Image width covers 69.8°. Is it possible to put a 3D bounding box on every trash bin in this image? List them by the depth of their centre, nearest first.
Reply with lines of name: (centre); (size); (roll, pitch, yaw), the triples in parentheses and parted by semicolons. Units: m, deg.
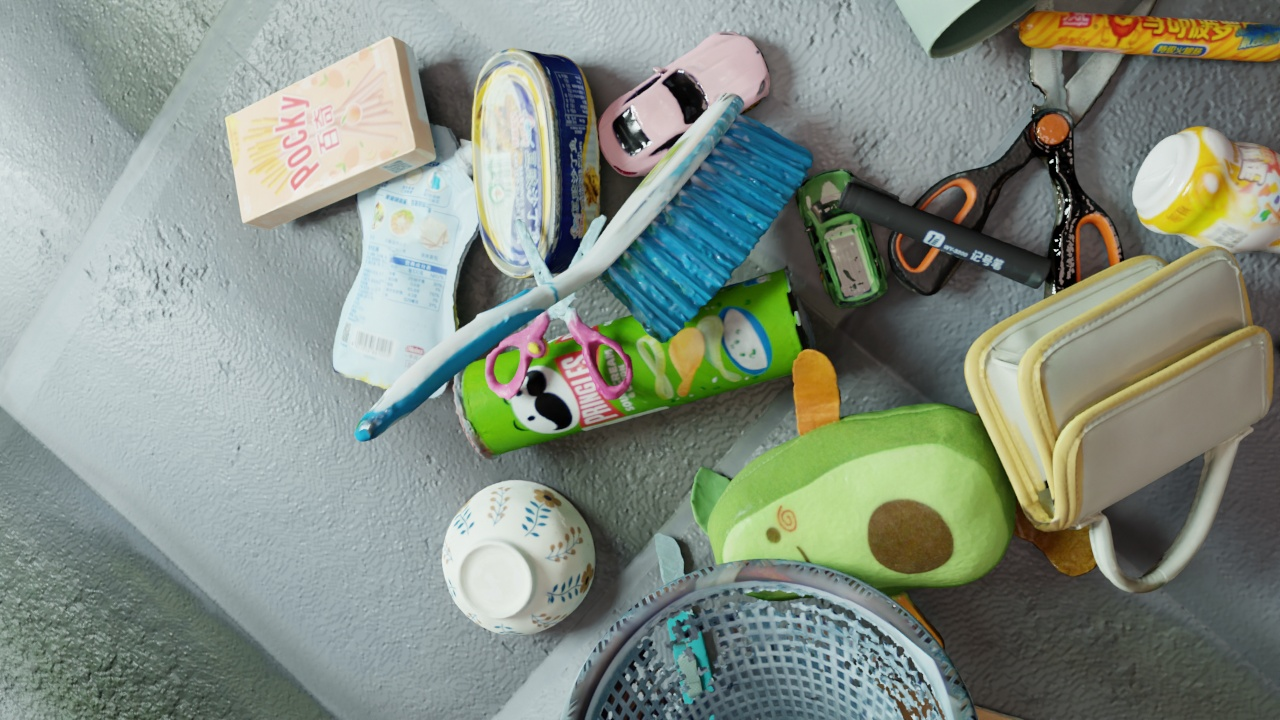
trash bin: (0.082, 0.265, 0.546); (0.227, 0.226, 0.195); (-5, 136, 13)

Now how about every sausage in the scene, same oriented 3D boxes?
sausage: (0.301, -0.190, 0.537); (0.165, 0.021, 0.021); (5, 98, 4)

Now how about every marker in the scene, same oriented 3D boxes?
marker: (0.185, -0.078, 0.562); (0.132, 0.020, 0.022); (23, 69, 5)

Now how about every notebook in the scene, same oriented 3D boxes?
notebook: (0.208, 0.335, 0.640); (0.148, 0.008, 0.208); (14, 100, 11)

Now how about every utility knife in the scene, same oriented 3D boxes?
utility knife: (0.037, 0.225, 0.662); (0.029, 0.013, 0.209); (-12, 94, 14)

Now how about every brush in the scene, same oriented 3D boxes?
brush: (-0.021, -0.045, 0.534); (0.109, 0.061, 0.313); (44, 71, -18)

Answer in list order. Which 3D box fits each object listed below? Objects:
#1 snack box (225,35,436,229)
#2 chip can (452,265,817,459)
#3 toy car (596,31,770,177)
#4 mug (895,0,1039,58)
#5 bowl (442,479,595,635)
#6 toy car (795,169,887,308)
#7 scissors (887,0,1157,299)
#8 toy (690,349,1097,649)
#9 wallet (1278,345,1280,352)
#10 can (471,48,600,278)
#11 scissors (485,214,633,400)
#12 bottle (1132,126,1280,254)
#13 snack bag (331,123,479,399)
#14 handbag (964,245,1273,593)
snack box: (-0.222, -0.157, 0.649); (0.157, 0.026, 0.084); (-17, 81, 21)
chip can: (-0.004, 0.004, 0.614); (0.236, 0.072, 0.072); (-16, 93, 13)
toy car: (0.027, -0.168, 0.604); (0.122, 0.037, 0.056); (-31, 91, 13)
mug: (0.191, -0.250, 0.533); (0.111, 0.082, 0.106); (-25, 81, -7)
bowl: (-0.093, 0.148, 0.658); (0.113, 0.062, 0.113); (1, 98, 11)
toy car: (0.131, -0.079, 0.593); (0.043, 0.036, 0.091); (-19, 89, 15)
scissors: (0.251, -0.118, 0.570); (0.221, 0.021, 0.222); (-36, 90, 9)
toy: (0.153, 0.091, 0.579); (0.247, 0.089, 0.227); (-20, 99, 15)
wallet: (0.457, -0.002, 0.536); (0.122, 0.020, 0.096); (-34, 94, 13)
can: (-0.070, -0.129, 0.612); (0.075, 0.049, 0.148); (6, 103, 30)
scissors: (-0.046, -0.028, 0.577); (0.128, 0.017, 0.133); (29, 98, 13)
bottle: (0.346, -0.091, 0.528); (0.108, 0.063, 0.063); (19, 101, -2)
snack bag: (-0.167, -0.075, 0.656); (0.110, 0.038, 0.191); (15, 97, 28)
handbag: (0.291, 0.040, 0.526); (0.163, 0.063, 0.179); (-25, 96, -12)
